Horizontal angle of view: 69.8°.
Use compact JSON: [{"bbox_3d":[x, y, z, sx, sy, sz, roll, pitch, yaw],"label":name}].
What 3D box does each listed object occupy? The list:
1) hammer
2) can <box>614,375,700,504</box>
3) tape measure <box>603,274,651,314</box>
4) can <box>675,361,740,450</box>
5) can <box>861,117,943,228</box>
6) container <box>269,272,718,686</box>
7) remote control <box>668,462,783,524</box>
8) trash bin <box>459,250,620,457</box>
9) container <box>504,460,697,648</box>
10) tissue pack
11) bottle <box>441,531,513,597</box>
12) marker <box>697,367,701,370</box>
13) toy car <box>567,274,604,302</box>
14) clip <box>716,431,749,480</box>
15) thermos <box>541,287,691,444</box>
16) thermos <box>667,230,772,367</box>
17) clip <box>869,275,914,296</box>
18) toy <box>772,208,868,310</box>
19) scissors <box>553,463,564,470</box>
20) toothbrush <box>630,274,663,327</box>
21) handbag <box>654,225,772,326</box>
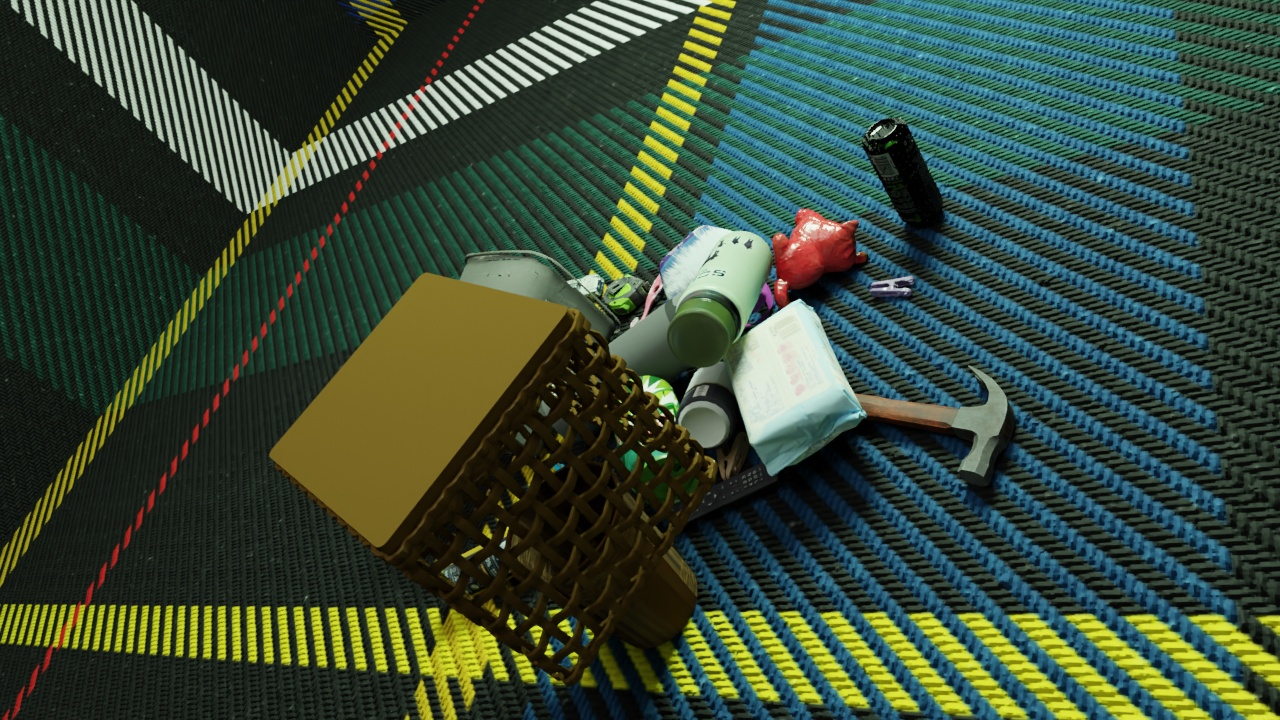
[{"bbox_3d":[0.231,0.048,0.938,0.301,0.028,0.111,8,59,48],"label":"hammer"},{"bbox_3d":[0.015,0.090,1.048,0.083,0.083,0.144,-34,36,11],"label":"can"},{"bbox_3d":[-0.024,-0.097,1.323,0.058,0.036,0.066,-50,37,-10],"label":"tape measure"},{"bbox_3d":[0.081,0.046,1.023,0.064,0.064,0.127,-25,14,23],"label":"can"},{"bbox_3d":[0.301,-0.214,1.050,0.054,0.137,0.053,-25,39,22],"label":"can"},{"bbox_3d":[-0.126,0.086,0.779,0.252,0.214,0.219,16,64,50],"label":"container"},{"bbox_3d":[0.088,0.146,0.979,0.137,0.015,0.032,-29,37,22],"label":"remote control"},{"bbox_3d":[-0.179,-0.003,1.250,0.198,0.197,0.219,4,61,44],"label":"trash bin"},{"bbox_3d":[-0.029,0.200,0.901,0.132,0.167,0.132,-25,39,22],"label":"container"},{"bbox_3d":[0.156,0.027,0.949,0.112,0.070,0.181,-32,40,16],"label":"tissue pack"},{"bbox_3d":[-0.155,0.231,1.087,0.186,0.053,0.053,-29,37,17],"label":"bottle"},{"bbox_3d":[0.073,0.044,1.097,0.019,0.019,0.145,-18,42,30],"label":"marker"},{"bbox_3d":[-0.105,-0.103,1.409,0.106,0.033,0.047,-21,39,25],"label":"toy car"},{"bbox_3d":[0.104,0.104,1.004,0.039,0.024,0.060,-26,46,25],"label":"clip"},{"bbox_3d":[-0.007,0.007,1.135,0.241,0.082,0.082,-35,35,20],"label":"thermos"},{"bbox_3d":[0.090,-0.067,1.021,0.082,0.082,0.230,-21,19,27],"label":"thermos"},{"bbox_3d":[0.285,-0.078,1.033,0.052,0.014,0.041,-22,42,21],"label":"clip"},{"bbox_3d":[0.206,-0.116,1.093,0.094,0.088,0.132,17,66,38],"label":"toy"},{"bbox_3d":[-0.076,0.154,1.129,0.066,0.015,0.135,-49,38,-7],"label":"scissors"},{"bbox_3d":[0.020,-0.093,1.294,0.022,0.016,0.134,6,57,42],"label":"toothbrush"},{"bbox_3d":[0.107,-0.097,1.187,0.144,0.068,0.170,-42,42,-2],"label":"handbag"}]
